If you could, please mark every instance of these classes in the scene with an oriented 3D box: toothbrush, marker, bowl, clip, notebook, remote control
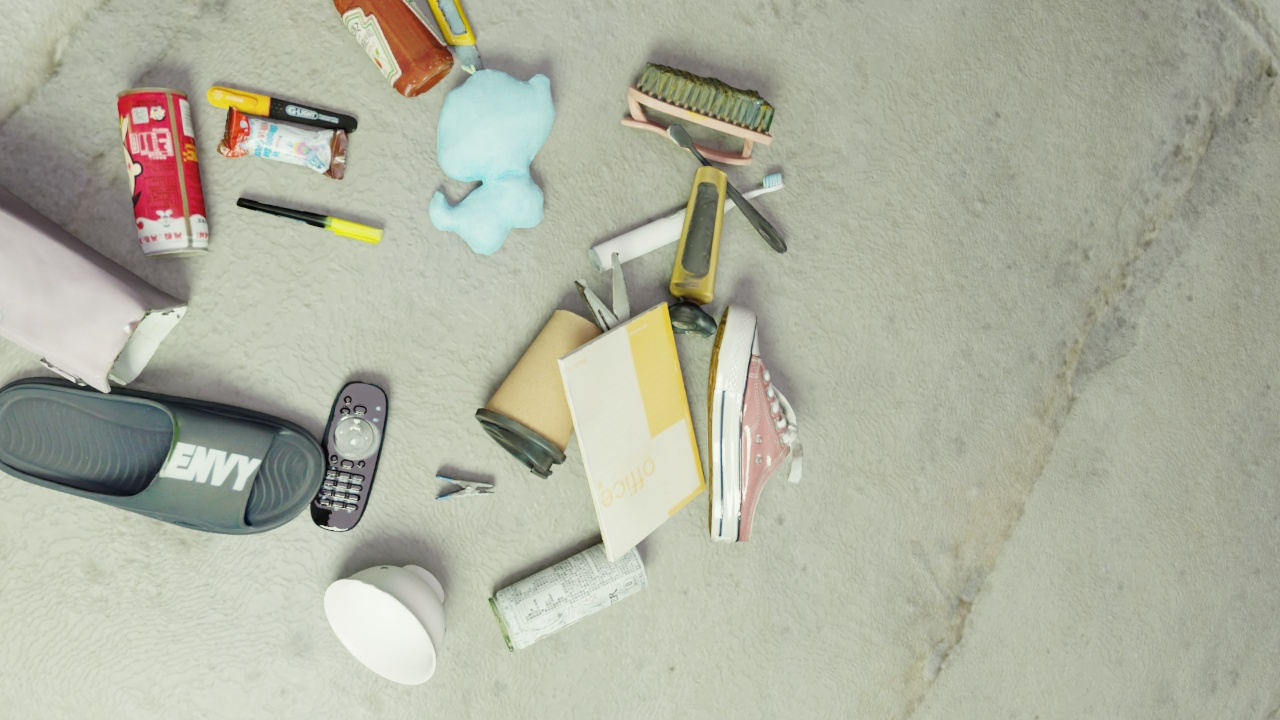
[{"bbox_3d":[0.088,-0.167,0.906,0.181,0.018,0.015,42,83,-25],"label":"toothbrush"},{"bbox_3d":[-0.312,-0.219,0.803,0.123,0.015,0.018,8,94,-20],"label":"marker"},{"bbox_3d":[-0.214,0.223,0.820,0.118,0.119,0.064,57,37,-12],"label":"bowl"},{"bbox_3d":[0.051,-0.141,0.916,0.220,0.027,0.026,-25,116,-15],"label":"toothbrush"},{"bbox_3d":[-0.165,0.121,0.861,0.058,0.027,0.044,3,84,-22],"label":"clip"},{"bbox_3d":[-0.292,-0.124,0.811,0.124,0.018,0.015,12,83,-17],"label":"marker"},{"bbox_3d":[-0.003,0.066,0.861,0.145,0.010,0.206,-30,117,-41],"label":"notebook"},{"bbox_3d":[-0.262,0.086,0.827,0.053,0.024,0.136,14,88,-12],"label":"remote control"}]

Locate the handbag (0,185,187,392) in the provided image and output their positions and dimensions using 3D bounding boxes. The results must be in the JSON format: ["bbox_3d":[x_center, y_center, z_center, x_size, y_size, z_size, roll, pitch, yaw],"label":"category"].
[{"bbox_3d":[-0.464,-0.062,0.693,0.197,0.145,0.098,36,79,-15],"label":"handbag"}]

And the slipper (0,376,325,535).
[{"bbox_3d":[-0.401,0.082,0.750,0.268,0.083,0.110,15,87,-14],"label":"slipper"}]

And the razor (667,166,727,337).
[{"bbox_3d":[0.055,-0.103,0.886,0.062,0.067,0.167,11,105,8],"label":"razor"}]

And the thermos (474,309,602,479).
[{"bbox_3d":[-0.087,0.029,0.852,0.093,0.093,0.143,34,74,-16],"label":"thermos"}]

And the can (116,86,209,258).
[{"bbox_3d":[-0.394,-0.153,0.759,0.053,0.053,0.133,-8,95,-18],"label":"can"}]

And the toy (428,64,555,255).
[{"bbox_3d":[-0.137,-0.191,0.843,0.161,0.050,0.156,-33,109,-6],"label":"toy"}]

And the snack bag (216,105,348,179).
[{"bbox_3d":[-0.310,-0.188,0.799,0.105,0.026,0.045,8,86,-20],"label":"snack bag"}]

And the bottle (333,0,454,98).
[{"bbox_3d":[-0.246,-0.328,0.797,0.059,0.060,0.206,-40,103,-13],"label":"bottle"}]

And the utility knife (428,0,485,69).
[{"bbox_3d":[-0.185,-0.348,0.837,0.033,0.015,0.177,-26,100,-12],"label":"utility knife"}]

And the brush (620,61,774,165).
[{"bbox_3d":[0.056,-0.240,0.899,0.145,0.063,0.073,12,119,-17],"label":"brush"}]

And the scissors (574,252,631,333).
[{"bbox_3d":[-0.010,0.014,0.865,0.188,0.015,0.224,16,85,-47],"label":"scissors"}]

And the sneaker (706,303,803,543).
[{"bbox_3d":[0.112,0.064,0.905,0.088,0.118,0.241,1,98,0],"label":"sneaker"}]

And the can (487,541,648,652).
[{"bbox_3d":[-0.068,0.221,0.877,0.146,0.058,0.058,-23,99,-16],"label":"can"}]
